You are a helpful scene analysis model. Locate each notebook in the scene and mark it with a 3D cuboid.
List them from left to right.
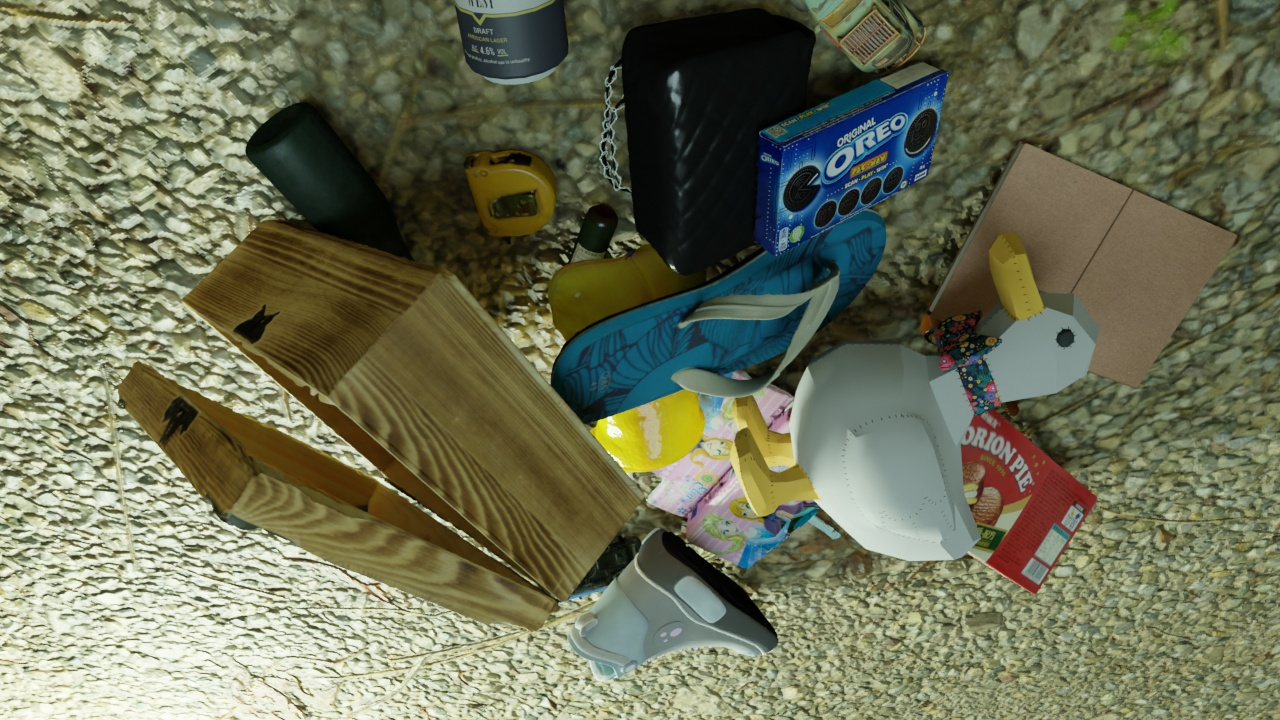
[{"bbox_3d":[0.342,-0.067,0.711,0.209,0.008,0.142,17,112,-17],"label":"notebook"}]

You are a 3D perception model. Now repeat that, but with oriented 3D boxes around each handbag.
[{"bbox_3d":[0.047,-0.156,0.613,0.125,0.114,0.154,-20,132,-16],"label":"handbag"}]

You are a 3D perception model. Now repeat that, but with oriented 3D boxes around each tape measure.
[{"bbox_3d":[-0.090,-0.119,0.663,0.059,0.030,0.068,-6,133,6],"label":"tape measure"}]

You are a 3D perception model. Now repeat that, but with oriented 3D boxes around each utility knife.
[{"bbox_3d":[0.152,0.142,0.926,0.169,0.015,0.022,34,93,-31],"label":"utility knife"}]

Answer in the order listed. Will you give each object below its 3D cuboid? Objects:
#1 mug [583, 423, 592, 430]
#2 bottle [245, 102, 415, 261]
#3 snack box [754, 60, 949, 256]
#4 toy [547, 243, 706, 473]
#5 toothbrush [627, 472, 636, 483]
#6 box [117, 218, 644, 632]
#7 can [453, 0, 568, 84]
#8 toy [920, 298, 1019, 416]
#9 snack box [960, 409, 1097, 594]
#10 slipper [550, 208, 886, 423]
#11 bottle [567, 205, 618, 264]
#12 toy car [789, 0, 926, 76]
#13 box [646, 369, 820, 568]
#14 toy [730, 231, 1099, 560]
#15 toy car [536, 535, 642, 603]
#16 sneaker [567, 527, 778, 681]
[{"bbox_3d":[-0.069,0.097,0.837,0.084,0.070,0.113,0,135,-3],"label":"mug"},{"bbox_3d":[-0.202,-0.100,0.659,0.055,0.055,0.174,-21,131,16],"label":"bottle"},{"bbox_3d":[0.139,-0.135,0.604,0.150,0.027,0.082,-30,140,-24],"label":"snack box"},{"bbox_3d":[-0.004,0.004,0.717,0.134,0.087,0.194,-19,128,-21],"label":"toy"},{"bbox_3d":[-0.021,0.055,0.829,0.027,0.026,0.223,-11,133,-1],"label":"toothbrush"},{"bbox_3d":[-0.180,0.056,0.636,0.280,0.175,0.247,17,154,47],"label":"box"},{"bbox_3d":[-0.080,-0.231,0.534,0.064,0.064,0.127,-4,133,1],"label":"can"},{"bbox_3d":[0.267,-0.003,0.737,0.090,0.102,0.071,21,134,-29],"label":"toy"},{"bbox_3d":[0.312,0.118,0.833,0.236,0.060,0.113,32,91,-34],"label":"snack box"},{"bbox_3d":[0.073,-0.019,0.653,0.294,0.060,0.118,-23,142,-24],"label":"slipper"},{"bbox_3d":[-0.044,-0.072,0.710,0.025,0.025,0.106,13,131,-14],"label":"bottle"},{"bbox_3d":[0.136,-0.214,0.570,0.112,0.047,0.047,30,126,-29],"label":"toy car"},{"bbox_3d":[0.090,0.103,0.846,0.159,0.035,0.231,27,136,-7],"label":"box"},{"bbox_3d":[0.203,0.045,0.679,0.268,0.140,0.247,-15,110,12],"label":"toy"},{"bbox_3d":[-0.050,0.221,0.963,0.120,0.056,0.043,-15,155,5],"label":"toy car"},{"bbox_3d":[0.035,0.283,0.950,0.160,0.093,0.256,-42,136,-1],"label":"sneaker"}]
